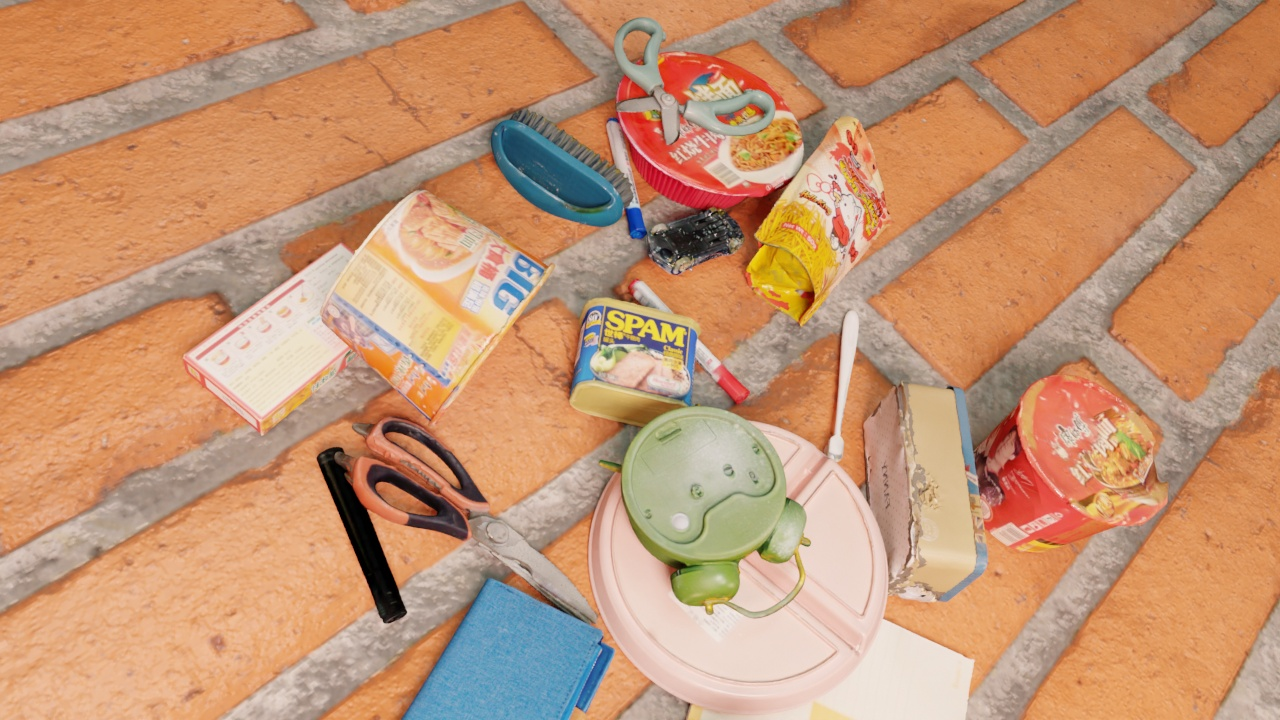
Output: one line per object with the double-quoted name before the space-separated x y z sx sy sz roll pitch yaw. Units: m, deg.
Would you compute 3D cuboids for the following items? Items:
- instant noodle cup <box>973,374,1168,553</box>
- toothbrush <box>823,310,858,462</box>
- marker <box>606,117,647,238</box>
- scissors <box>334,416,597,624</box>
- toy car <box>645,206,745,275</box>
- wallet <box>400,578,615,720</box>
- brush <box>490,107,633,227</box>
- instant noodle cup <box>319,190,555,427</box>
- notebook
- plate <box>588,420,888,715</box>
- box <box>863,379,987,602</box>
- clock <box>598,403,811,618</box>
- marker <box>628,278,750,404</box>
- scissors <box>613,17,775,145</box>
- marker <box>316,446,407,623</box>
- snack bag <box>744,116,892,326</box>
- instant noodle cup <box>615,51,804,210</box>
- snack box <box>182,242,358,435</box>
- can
"instant noodle cup" 0.352 0.096 0.787 0.138 0.109 0.137 9 57 -14
"toothbrush" 0.184 0.021 0.838 0.016 0.016 0.179 23 52 -7
"marker" -0.015 -0.180 0.894 0.017 0.017 0.145 -1 59 -20
"scissors" -0.123 0.125 0.653 0.182 0.015 0.209 1 50 -38
"toy car" 0.050 -0.111 0.863 0.105 0.031 0.049 -22 67 -31
"wallet" -0.088 0.221 0.601 0.106 0.040 0.132 25 54 8
"brush" -0.079 -0.169 0.841 0.144 0.055 0.073 34 54 4
"instant noodle cup" -0.150 -0.043 0.667 0.111 0.152 0.151 38 54 -8
"notebook" 0.145 0.246 0.681 0.206 0.010 0.145 26 54 -2
"plate" 0.076 0.143 0.687 0.229 0.028 0.229 2 61 -5
"box" 0.229 0.100 0.755 0.063 0.090 0.183 11 57 -5
"clock" 0.052 0.108 0.655 0.116 0.056 0.161 -29 66 -19
"marker" 0.042 -0.018 0.810 0.017 0.017 0.145 -35 74 -33
"scissors" 0.046 -0.273 0.894 0.174 0.019 0.169 -6 62 -21
"marker" -0.195 0.120 0.638 0.020 0.022 0.132 -33 69 11
"snack bag" 0.182 -0.136 0.894 0.207 0.073 0.128 -48 118 -32
"instant noodle cup" 0.062 -0.218 0.915 0.193 0.066 0.193 9 55 -13
"snack box" -0.258 -0.021 0.702 0.077 0.027 0.155 38 55 6
"can" -0.004 0.004 0.756 0.102 0.057 0.083 13 58 -10
